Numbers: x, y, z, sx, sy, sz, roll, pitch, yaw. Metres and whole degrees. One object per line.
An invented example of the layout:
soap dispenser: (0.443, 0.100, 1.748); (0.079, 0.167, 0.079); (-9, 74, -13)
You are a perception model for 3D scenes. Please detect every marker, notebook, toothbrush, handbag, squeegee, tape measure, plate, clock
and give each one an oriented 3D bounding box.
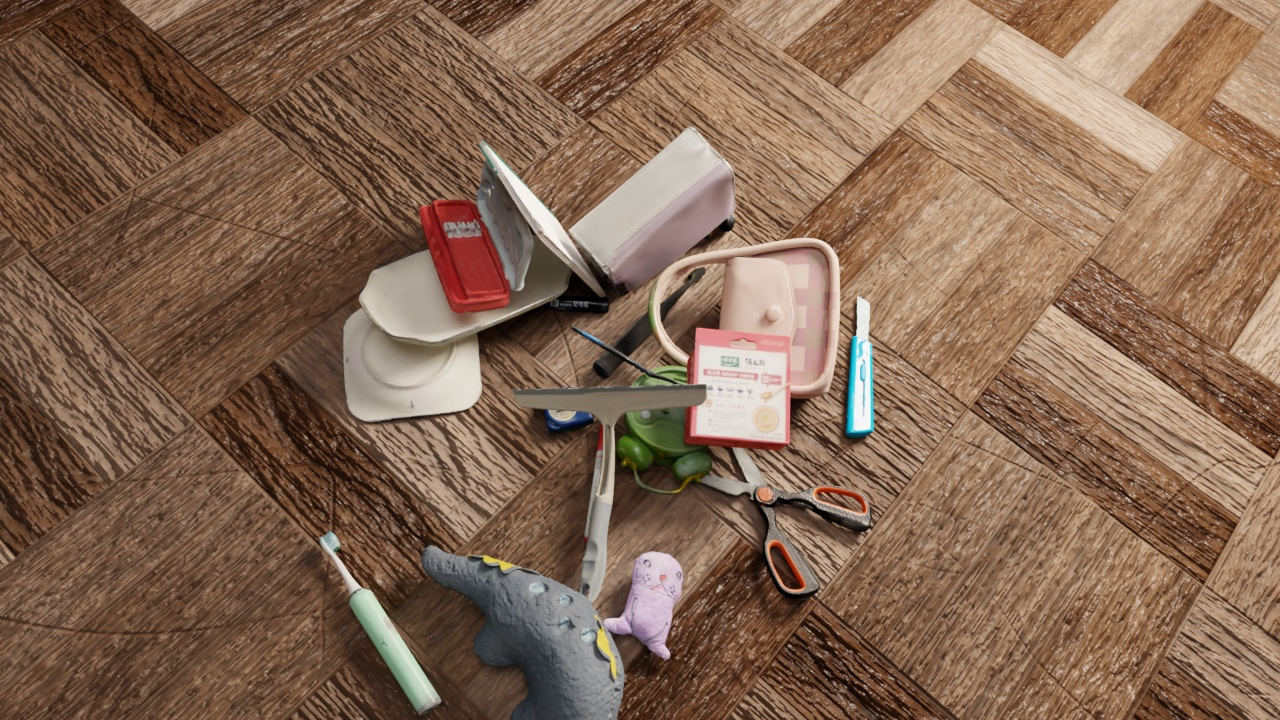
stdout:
marker: (-0.106, -0.075, 1.178); (0.132, 0.020, 0.022); (4, 32, -3)
notebook: (-0.116, -0.169, 1.127); (0.012, 0.209, 0.150); (-36, 66, 6)
toothbrush: (-0.280, 0.274, 0.966); (0.027, 0.026, 0.224); (-40, 71, -1)
handbag: (0.020, -0.179, 1.146); (0.197, 0.145, 0.098); (-39, 69, -1)
squeegee: (-0.043, 0.151, 1.025); (0.247, 0.039, 0.246); (-3, 72, 24)
tape measure: (-0.089, 0.060, 1.103); (0.058, 0.025, 0.054); (-13, 62, -10)
toothbrush: (-0.006, 0.006, 1.084); (0.189, 0.014, 0.016); (30, 77, 14)
plate: (-0.211, -0.088, 1.134); (0.265, 0.034, 0.162); (-27, 54, -32)
plate: (-0.279, -0.009, 1.115); (0.164, 0.034, 0.163); (-7, 62, -10)
toothbrush: (0.016, -0.054, 1.177); (0.212, 0.027, 0.026); (-46, 119, -26)
marker: (-0.049, 0.141, 1.068); (0.017, 0.017, 0.145); (8, 61, -2)
handbag: (0.125, -0.055, 1.127); (0.234, 0.093, 0.193); (5, 80, 1)
clock: (0.035, 0.083, 1.081); (0.116, 0.056, 0.160); (12, 58, 4)

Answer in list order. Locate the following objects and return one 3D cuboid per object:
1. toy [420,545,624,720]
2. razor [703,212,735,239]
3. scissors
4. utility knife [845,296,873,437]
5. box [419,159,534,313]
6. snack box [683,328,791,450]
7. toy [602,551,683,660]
toy: (-0.092, 0.309, 0.932); (0.137, 0.091, 0.356); (-33, 67, -8)
razor: (0.045, -0.201, 1.245); (0.167, 0.062, 0.067); (5, 93, 2)
scissors: (0.164, 0.173, 1.073); (0.230, 0.022, 0.220); (-4, 58, -6)
utility knife: (0.283, 0.005, 1.178); (0.034, 0.018, 0.208); (9, 60, 0)
box: (-0.199, -0.159, 1.113); (0.112, 0.100, 0.201); (-9, 46, -20)
snack box: (0.110, 0.034, 1.042); (0.113, 0.044, 0.127); (5, 74, -5)
toy: (0.009, 0.258, 0.996); (0.084, 0.039, 0.107); (29, 61, -14)
